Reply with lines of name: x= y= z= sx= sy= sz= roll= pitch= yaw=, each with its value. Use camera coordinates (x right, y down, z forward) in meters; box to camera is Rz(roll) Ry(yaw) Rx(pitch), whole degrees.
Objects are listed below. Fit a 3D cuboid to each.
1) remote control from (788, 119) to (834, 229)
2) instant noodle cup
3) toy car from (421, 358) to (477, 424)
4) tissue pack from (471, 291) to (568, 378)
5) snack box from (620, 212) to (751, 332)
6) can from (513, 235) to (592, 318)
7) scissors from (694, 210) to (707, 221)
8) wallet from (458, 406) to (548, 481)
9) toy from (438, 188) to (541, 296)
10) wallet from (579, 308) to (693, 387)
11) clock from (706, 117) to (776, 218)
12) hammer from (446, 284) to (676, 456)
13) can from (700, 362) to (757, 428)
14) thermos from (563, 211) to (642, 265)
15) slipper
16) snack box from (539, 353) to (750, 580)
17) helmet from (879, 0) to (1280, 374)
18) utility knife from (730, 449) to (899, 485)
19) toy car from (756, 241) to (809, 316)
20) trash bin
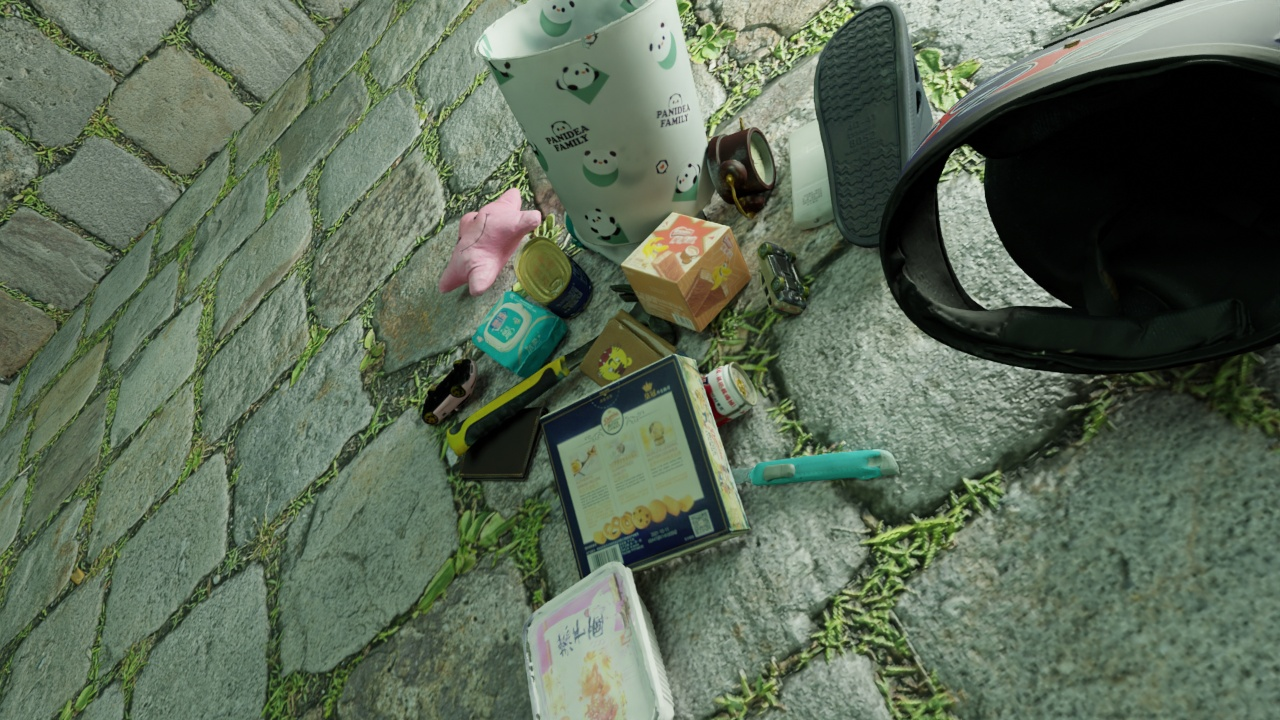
remote control: x=0.197 y=-0.211 z=1.026 sx=0.058 sy=0.021 sz=0.149 roll=-21 pitch=48 yaw=31
instant noodle cup: x=-0.034 y=0.291 z=0.845 sx=0.138 sy=0.060 sz=0.173 roll=-37 pitch=41 yaw=18
toy car: x=-0.261 y=0.045 z=1.264 sx=0.123 sy=0.037 sz=0.056 roll=-40 pitch=37 yaw=33
tissue pack: x=-0.160 y=-0.034 z=1.213 sx=0.093 sy=0.050 sz=0.133 roll=-55 pitch=40 yaw=-5
snack box: x=0.051 y=-0.099 z=1.018 sx=0.094 sy=0.077 sz=0.093 roll=-47 pitch=42 yaw=-19
can: x=-0.118 y=-0.112 z=1.232 sx=0.074 sy=0.049 sz=0.148 roll=-48 pitch=40 yaw=5
scissors: x=0.070 y=-0.210 z=1.147 sx=0.143 sy=0.021 sz=0.235 roll=-49 pitch=39 yaw=2
wallet: x=-0.174 y=0.105 z=1.149 sx=0.123 sy=0.020 sz=0.096 roll=-6 pitch=61 yaw=40
toy: x=-0.237 y=-0.174 z=1.372 sx=0.194 sy=0.074 sz=0.178 roll=-51 pitch=39 yaw=3
wallet: x=-0.006 y=0.006 z=1.020 sx=0.115 sy=0.033 sz=0.090 roll=39 pitch=100 yaw=31
clock: x=0.117 y=-0.217 z=1.063 sx=0.055 sy=0.082 sz=0.121 roll=-12 pitch=51 yaw=30
hammer: x=-0.106 y=0.015 z=1.121 sx=0.324 sy=0.032 sz=0.126 roll=-33 pitch=41 yaw=14
can: x=0.052 y=0.054 z=0.943 sx=0.133 sy=0.053 sz=0.053 roll=-31 pitch=44 yaw=23
thermos: x=-0.027 y=-0.154 z=1.166 sx=0.073 sy=0.073 sz=0.224 roll=-53 pitch=39 yaw=-2
slipper: x=0.250 y=-0.240 z=0.964 sx=0.111 sy=0.083 sz=0.267 roll=-12 pitch=72 yaw=41
snack box: x=-0.002 y=0.110 z=0.907 sx=0.178 sy=0.045 sz=0.182 roll=-26 pitch=71 yaw=29
helmet: x=0.348 y=-0.121 z=0.642 sx=0.316 sy=0.247 sz=0.239 roll=-8 pitch=17 yaw=34
utility knife: x=0.136 y=0.104 z=0.857 sx=0.224 sy=0.013 sz=0.029 roll=-12 pitch=54 yaw=38
toy car: x=0.146 y=-0.088 z=0.967 sx=0.035 sy=0.042 sz=0.090 roll=-45 pitch=42 yaw=38
trash bin: x=-0.033 y=-0.285 z=1.057 sx=0.230 sy=0.252 sz=0.229 roll=-16 pitch=35 yaw=11
